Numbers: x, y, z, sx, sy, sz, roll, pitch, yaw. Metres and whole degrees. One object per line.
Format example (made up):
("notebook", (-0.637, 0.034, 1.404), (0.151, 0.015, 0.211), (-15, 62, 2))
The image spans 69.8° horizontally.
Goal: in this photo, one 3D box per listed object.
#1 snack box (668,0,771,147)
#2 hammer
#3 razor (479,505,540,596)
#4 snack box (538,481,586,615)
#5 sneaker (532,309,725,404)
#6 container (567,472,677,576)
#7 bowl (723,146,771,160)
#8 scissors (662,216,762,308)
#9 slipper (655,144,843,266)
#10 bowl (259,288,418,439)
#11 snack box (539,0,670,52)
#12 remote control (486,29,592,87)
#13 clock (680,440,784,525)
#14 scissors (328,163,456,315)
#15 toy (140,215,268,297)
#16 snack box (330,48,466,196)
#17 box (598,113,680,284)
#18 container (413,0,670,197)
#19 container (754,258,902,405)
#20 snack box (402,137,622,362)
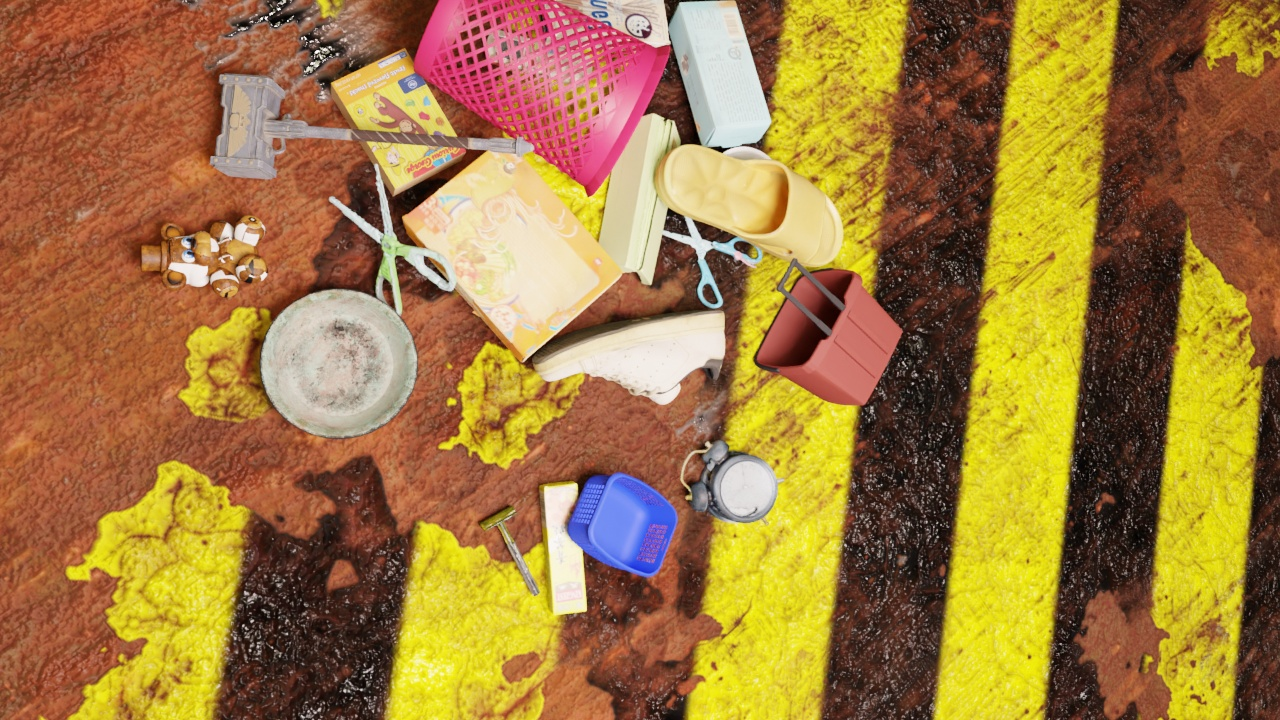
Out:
("snack box", (0.093, -0.344, 1.100), (0.075, 0.053, 0.174), (-10, 76, -20))
("hammer", (-0.271, -0.230, 0.941), (0.322, 0.044, 0.098), (5, 86, 2))
("razor", (-0.140, 0.220, 1.037), (0.042, 0.026, 0.106), (-28, 101, -20))
("snack box", (-0.089, 0.214, 1.050), (0.040, 0.029, 0.148), (-4, 89, -18))
("sneaker", (-0.006, 0.006, 1.062), (0.241, 0.089, 0.102), (-13, 100, -23))
("container", (-0.023, 0.185, 1.041), (0.114, 0.058, 0.096), (37, 64, -32))
("bowl", (0.121, -0.203, 1.128), (0.109, 0.041, 0.110), (0, 89, -22))
("scissors", (0.083, -0.121, 1.131), (0.136, 0.015, 0.125), (15, 82, -11))
("slipper", (0.144, -0.186, 1.070), (0.263, 0.078, 0.099), (14, 81, -25))
("bowl", (-0.319, 0.004, 0.974), (0.157, 0.039, 0.157), (1, 88, -19))
("snack box", (-0.043, -0.406, 1.080), (0.150, 0.026, 0.082), (-2, 76, -18))
("remote control", (-0.117, -0.351, 1.066), (0.125, 0.018, 0.038), (10, 85, -17))
("clock", (0.107, 0.149, 1.108), (0.129, 0.052, 0.090), (22, 81, -12))
("scissors", (-0.257, -0.121, 0.962), (0.023, 0.169, 0.172), (-39, 137, -47))
("toy", (-0.440, -0.105, 0.925), (0.112, 0.068, 0.087), (0, 63, -31))
("snack box", (-0.264, -0.259, 1.001), (0.088, 0.040, 0.126), (-33, 98, -17))
("box", (0.001, -0.190, 1.072), (0.089, 0.078, 0.188), (15, 83, -18))
("container", (-0.112, -0.311, 0.982), (0.225, 0.183, 0.183), (27, 80, -13))
("container", (0.205, -0.046, 1.106), (0.200, 0.127, 0.148), (36, 77, -24))
("snack box", (-0.140, -0.117, 1.004), (0.145, 0.081, 0.195), (-42, 93, -11))
